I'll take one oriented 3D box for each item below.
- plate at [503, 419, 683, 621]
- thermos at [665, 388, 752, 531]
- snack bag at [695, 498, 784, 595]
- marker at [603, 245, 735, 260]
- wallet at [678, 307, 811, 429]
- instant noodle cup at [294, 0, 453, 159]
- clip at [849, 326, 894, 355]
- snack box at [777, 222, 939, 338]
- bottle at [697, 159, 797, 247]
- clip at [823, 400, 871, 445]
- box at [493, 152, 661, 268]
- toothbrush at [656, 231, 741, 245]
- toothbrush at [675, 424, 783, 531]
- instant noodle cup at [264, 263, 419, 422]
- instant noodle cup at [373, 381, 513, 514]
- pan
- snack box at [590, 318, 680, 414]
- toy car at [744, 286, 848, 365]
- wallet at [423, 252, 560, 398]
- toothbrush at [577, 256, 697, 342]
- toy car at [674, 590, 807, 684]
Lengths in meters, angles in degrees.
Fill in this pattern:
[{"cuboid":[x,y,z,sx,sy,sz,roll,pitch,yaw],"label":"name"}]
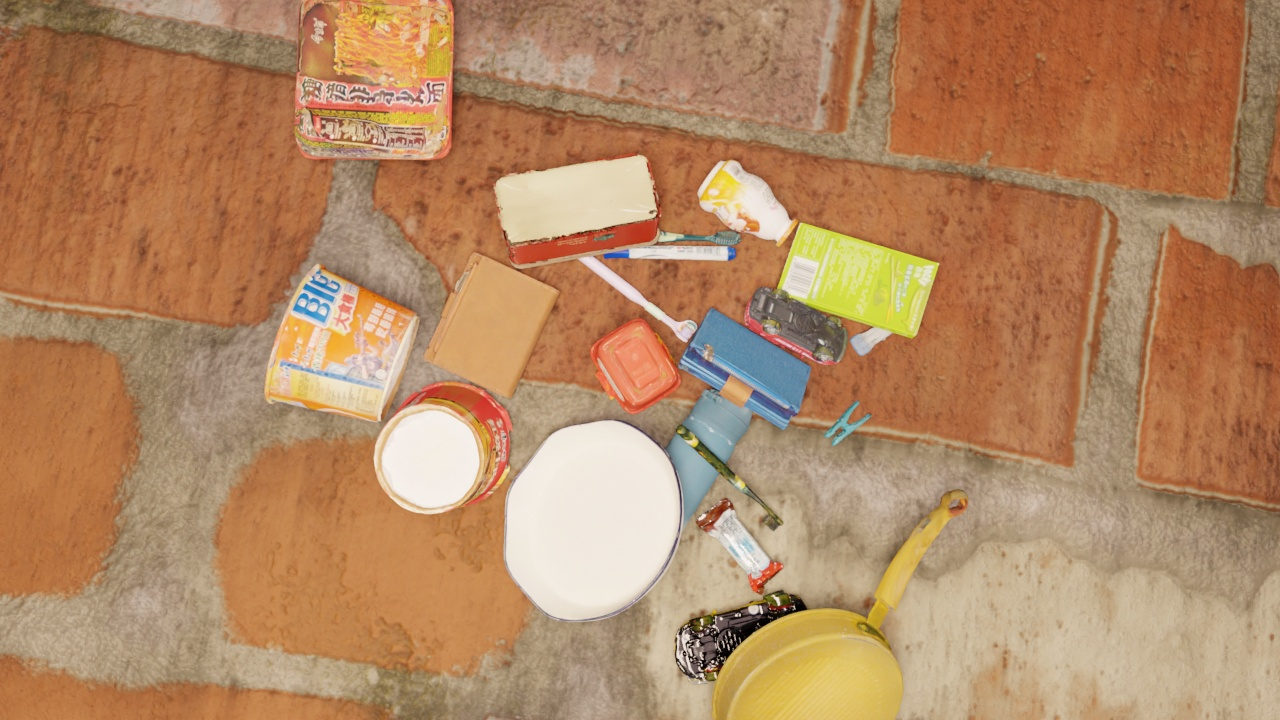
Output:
[{"cuboid":[-0.045,0.164,0.938,0.205,0.045,0.204,-10,65,23],"label":"plate"},{"cuboid":[0.042,0.131,0.976,0.070,0.070,0.220,34,86,0],"label":"thermos"},{"cuboid":[0.108,0.200,0.988,0.045,0.026,0.105,-39,79,-5],"label":"snack bag"},{"cuboid":[0.032,-0.119,1.013,0.146,0.017,0.017,1,86,-2],"label":"marker"},{"cuboid":[0.113,0.007,0.975,0.133,0.106,0.040,31,128,0],"label":"wallet"},{"cuboid":[-0.279,-0.301,0.983,0.164,0.079,0.188,2,88,-2],"label":"instant noodle cup"},{"cuboid":[0.261,-0.028,1.013,0.057,0.028,0.024,-31,83,6],"label":"clip"},{"cuboid":[0.235,-0.087,0.999,0.156,0.026,0.085,18,85,11],"label":"snack box"},{"cuboid":[0.117,-0.168,0.995,0.108,0.063,0.063,35,86,1],"label":"bottle"},{"cuboid":[0.227,0.070,1.010,0.056,0.014,0.041,-40,88,-5],"label":"clip"},{"cuboid":[-0.066,-0.164,0.972,0.168,0.079,0.091,-11,73,-5],"label":"box"},{"cuboid":[0.017,-0.139,1.013,0.191,0.018,0.016,2,76,-2],"label":"toothbrush"},{"cuboid":[0.094,0.125,0.958,0.017,0.012,0.186,-45,120,1],"label":"toothbrush"},{"cuboid":[-0.299,-0.010,0.937,0.111,0.151,0.151,20,86,-9],"label":"instant noodle cup"},{"cuboid":[-0.207,0.093,0.941,0.138,0.108,0.138,0,93,1],"label":"instant noodle cup"},{"cuboid":[0.220,0.278,0.937,0.197,0.078,0.358,37,101,-26],"label":"pan"},{"cuboid":[-0.006,0.006,0.973,0.082,0.080,0.091,-32,88,-3],"label":"snack box"},{"cuboid":[0.168,-0.036,0.995,0.120,0.045,0.052,26,65,-9],"label":"toy car"},{"cuboid":[-0.163,-0.038,0.995,0.108,0.031,0.131,24,86,-4],"label":"wallet"},{"cuboid":[-0.020,-0.084,1.008,0.189,0.021,0.029,36,56,2],"label":"toothbrush"},{"cuboid":[0.110,0.294,0.977,0.155,0.041,0.071,-14,77,-8],"label":"toy car"}]
